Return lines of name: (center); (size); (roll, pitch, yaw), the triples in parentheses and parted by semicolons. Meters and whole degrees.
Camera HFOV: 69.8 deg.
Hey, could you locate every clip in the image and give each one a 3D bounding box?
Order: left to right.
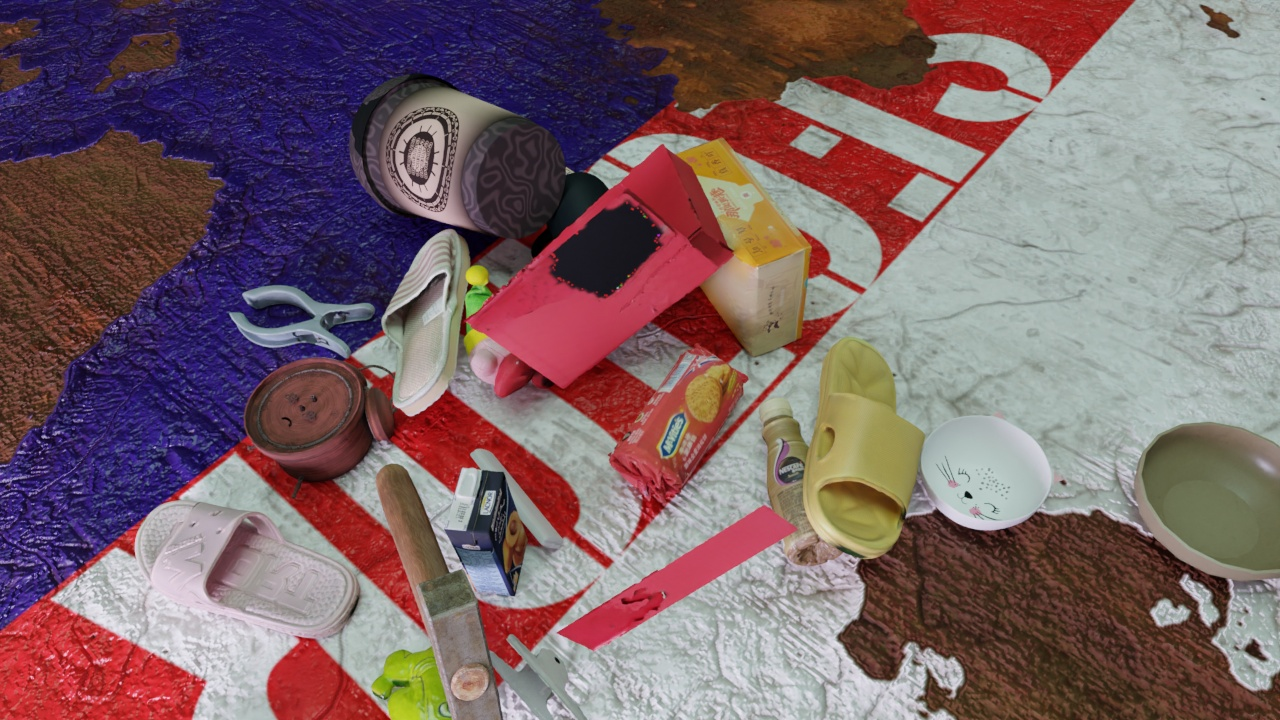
clip: (-0.398, -0.033, 1.050); (0.163, 0.028, 0.112); (8, 55, 12)
clip: (-0.079, 0.265, 0.767); (0.102, 0.056, 0.056); (50, 52, -2)

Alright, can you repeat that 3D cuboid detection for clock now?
clock: (-0.322, 0.056, 0.944); (0.120, 0.072, 0.157); (36, 64, 28)

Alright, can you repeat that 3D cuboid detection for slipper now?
slipper: (-0.376, 0.188, 0.852); (0.239, 0.064, 0.094); (16, 55, 15)
slipper: (-0.234, -0.055, 0.994); (0.115, 0.052, 0.262); (-34, 40, 25)
slipper: (0.216, 0.066, 0.854); (0.099, 0.079, 0.262); (32, 41, -16)

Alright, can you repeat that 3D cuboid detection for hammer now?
hammer: (-0.185, 0.181, 0.795); (0.037, 0.158, 0.301); (-17, 31, -19)

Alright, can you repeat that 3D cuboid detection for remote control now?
remote control: (-0.120, 0.132, 0.890); (0.012, 0.033, 0.131); (-49, 59, 6)

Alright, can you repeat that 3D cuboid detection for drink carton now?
drink carton: (-0.134, 0.154, 0.813); (0.040, 0.130, 0.064); (3, 53, 7)

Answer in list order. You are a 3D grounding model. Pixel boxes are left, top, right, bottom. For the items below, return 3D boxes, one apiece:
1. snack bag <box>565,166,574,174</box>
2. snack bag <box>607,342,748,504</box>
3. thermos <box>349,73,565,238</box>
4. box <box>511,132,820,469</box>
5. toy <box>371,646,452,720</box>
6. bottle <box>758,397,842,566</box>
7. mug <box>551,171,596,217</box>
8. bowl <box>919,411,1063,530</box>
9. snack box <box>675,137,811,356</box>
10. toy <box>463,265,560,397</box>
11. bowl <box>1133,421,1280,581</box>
snack bag: (-0.082, -0.223, 1.173); (0.026, 0.020, 0.099); (-39, 59, -24)
snack bag: (0.037, 0.061, 0.909); (0.082, 0.082, 0.176); (24, 57, 21)
thermos: (-0.210, -0.233, 1.072); (0.226, 0.173, 0.172); (25, 57, 38)
box: (0.060, -0.055, 1.009); (0.218, 0.351, 0.197); (-39, 47, 26)
toy: (-0.182, 0.283, 0.780); (0.094, 0.036, 0.093); (-6, 44, -1)
bottle: (0.146, 0.109, 0.869); (0.059, 0.060, 0.165); (-10, 51, -3)
mug: (-0.080, -0.155, 1.089); (0.122, 0.085, 0.094); (-35, 51, 15)
bowl: (0.316, 0.112, 0.856); (0.115, 0.051, 0.114); (-3, 52, 3)
snack box: (0.099, -0.122, 0.998); (0.080, 0.145, 0.195); (-21, 53, -12)
toy: (-0.141, -0.030, 0.972); (0.131, 0.097, 0.124); (39, 29, 23)
bowl: (0.519, 0.132, 0.822); (0.152, 0.050, 0.152); (-3, 52, 3)
